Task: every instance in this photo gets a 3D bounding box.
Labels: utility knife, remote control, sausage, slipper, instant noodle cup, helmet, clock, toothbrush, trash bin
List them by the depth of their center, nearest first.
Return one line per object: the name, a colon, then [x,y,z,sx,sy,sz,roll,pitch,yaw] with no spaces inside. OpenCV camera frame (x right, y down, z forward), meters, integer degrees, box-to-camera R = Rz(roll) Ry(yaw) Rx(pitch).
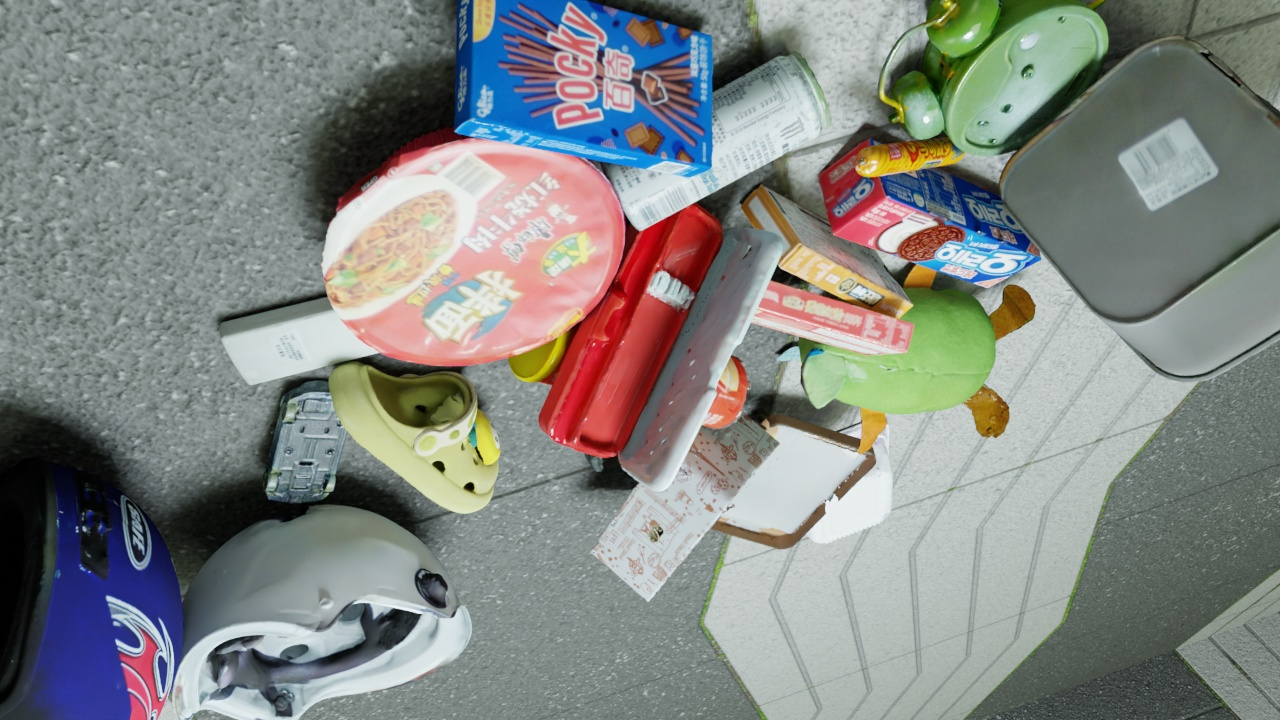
instant noodle cup: [-0.110,-0.083,0.599,0.193,0.065,0.194,-14,143,-11]
helmet: [-0.446,0.180,0.624,0.239,0.247,0.316,-9,130,-33]
clock: [0.238,-0.203,0.630,0.161,0.056,0.116,-6,140,-20]
remote control: [-0.224,-0.021,0.658,0.135,0.019,0.056,-16,143,-9]
sausage: [0.199,-0.149,0.665,0.164,0.021,0.022,-19,151,-45]
trash bin: [0.396,-0.110,0.672,0.219,0.199,0.199,7,137,-50]
slipper: [-0.162,0.053,0.726,0.082,0.091,0.190,-34,141,7]
helmet: [-0.284,0.214,0.818,0.230,0.145,0.258,-38,150,23]
toothbrush: [-0.053,0.049,0.834,0.014,0.016,0.190,-23,143,-11]
utility knife: [0.219,-0.013,0.896,0.195,0.020,0.031,0,132,-19]
instant noodle cup: [0.234,0.151,1.066,0.138,0.060,0.174,-21,142,-1]

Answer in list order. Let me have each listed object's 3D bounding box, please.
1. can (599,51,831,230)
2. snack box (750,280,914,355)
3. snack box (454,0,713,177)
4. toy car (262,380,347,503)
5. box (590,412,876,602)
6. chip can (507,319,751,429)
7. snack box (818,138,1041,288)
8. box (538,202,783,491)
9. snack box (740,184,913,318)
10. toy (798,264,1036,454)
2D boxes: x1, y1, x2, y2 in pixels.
can: [0.048,-0.144,0.606,0.147,0.058,0.058,-28,143,7]
snack box: [0.133,-0.036,0.735,0.153,0.025,0.075,15,176,-9]
snack box: [-0.028,-0.161,0.530,0.157,0.084,0.026,3,174,-30]
toy car: [-0.266,0.065,0.733,0.054,0.036,0.121,6,125,-31]
box: [0.090,0.131,0.922,0.271,0.130,0.180,-4,141,-38]
chip can: [-0.004,0.004,0.757,0.216,0.073,0.073,17,129,-41]
snack box: [0.236,-0.112,0.732,0.207,0.057,0.058,11,149,-36]
box: [0.021,-0.013,0.653,0.095,0.102,0.201,24,91,-42]
snack box: [0.149,-0.082,0.720,0.153,0.075,0.026,18,126,-40]
toy: [0.251,-0.008,0.848,0.246,0.090,0.227,5,110,-21]
